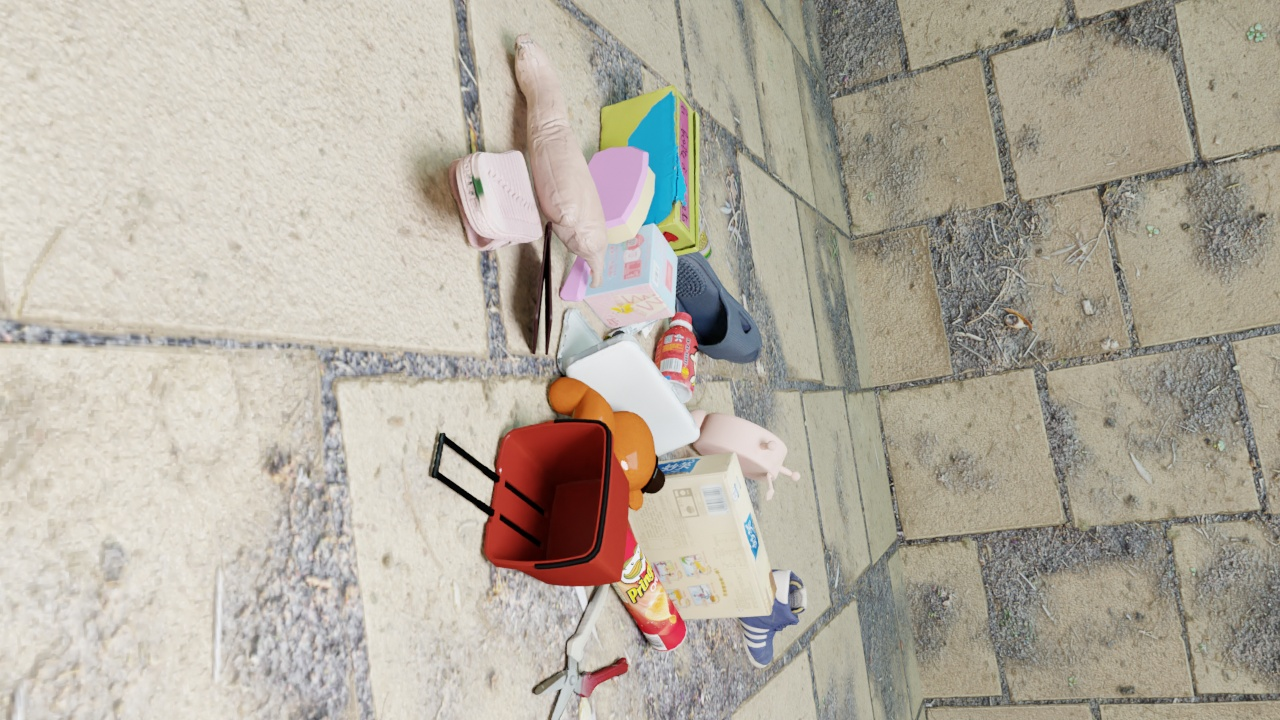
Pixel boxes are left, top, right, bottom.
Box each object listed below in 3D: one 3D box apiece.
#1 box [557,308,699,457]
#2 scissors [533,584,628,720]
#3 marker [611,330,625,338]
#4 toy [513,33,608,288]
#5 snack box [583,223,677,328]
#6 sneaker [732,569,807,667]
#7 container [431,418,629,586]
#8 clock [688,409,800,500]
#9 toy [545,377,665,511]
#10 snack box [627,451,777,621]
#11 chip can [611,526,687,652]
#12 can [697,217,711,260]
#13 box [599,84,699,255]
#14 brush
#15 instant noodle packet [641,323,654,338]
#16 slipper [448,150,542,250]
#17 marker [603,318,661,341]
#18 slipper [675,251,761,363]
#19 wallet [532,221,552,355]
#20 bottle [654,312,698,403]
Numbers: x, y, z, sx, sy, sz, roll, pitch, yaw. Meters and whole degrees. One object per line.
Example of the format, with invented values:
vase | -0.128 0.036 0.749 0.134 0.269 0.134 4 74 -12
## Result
box | -0.008 0.027 1.095 0.211 0.106 0.129 52 33 -49
scissors | -0.057 0.316 0.979 0.196 0.015 0.179 47 41 -51
marker | -0.007 0.007 1.194 0.146 0.019 0.019 62 28 -55
toy | -0.094 -0.230 1.038 0.196 0.065 0.264 74 0 -58
snack box | -0.011 -0.104 1.152 0.079 0.095 0.092 49 37 -51
sneaker | 0.215 0.399 1.442 0.091 0.119 0.233 -72 144 -47
container | -0.088 0.125 0.860 0.201 0.127 0.147 58 31 -54
clock | 0.139 0.136 1.344 0.086 0.161 0.131 -58 144 -13
toy | -0.036 0.095 1.018 0.176 0.096 0.112 33 45 -23
snack box | 0.067 0.220 1.126 0.055 0.153 0.207 -56 131 -59
chip can | -0.005 0.261 1.075 0.051 0.052 0.215 -73 145 -47
can | 0.058 -0.202 1.387 0.067 0.067 0.121 -74 146 -46
box | 0.012 -0.244 1.231 0.083 0.125 0.220 35 48 -56
brush | -0.047 -0.162 1.121 0.043 0.089 0.228 55 46 -53
instant noodle packet | 0.010 -0.102 1.287 0.134 0.026 0.087 -65 139 -53
slipper | -0.148 -0.154 0.891 0.239 0.064 0.094 -67 142 -79
marker | -0.003 -0.047 1.212 0.146 0.017 0.017 -30 109 -53
slipper | 0.098 -0.062 1.401 0.263 0.101 0.082 51 43 -38
wallet | -0.103 -0.075 0.975 0.092 0.018 0.115 108 -17 -63
bottle | 0.052 -0.008 1.304 0.062 0.062 0.137 56 34 -44
